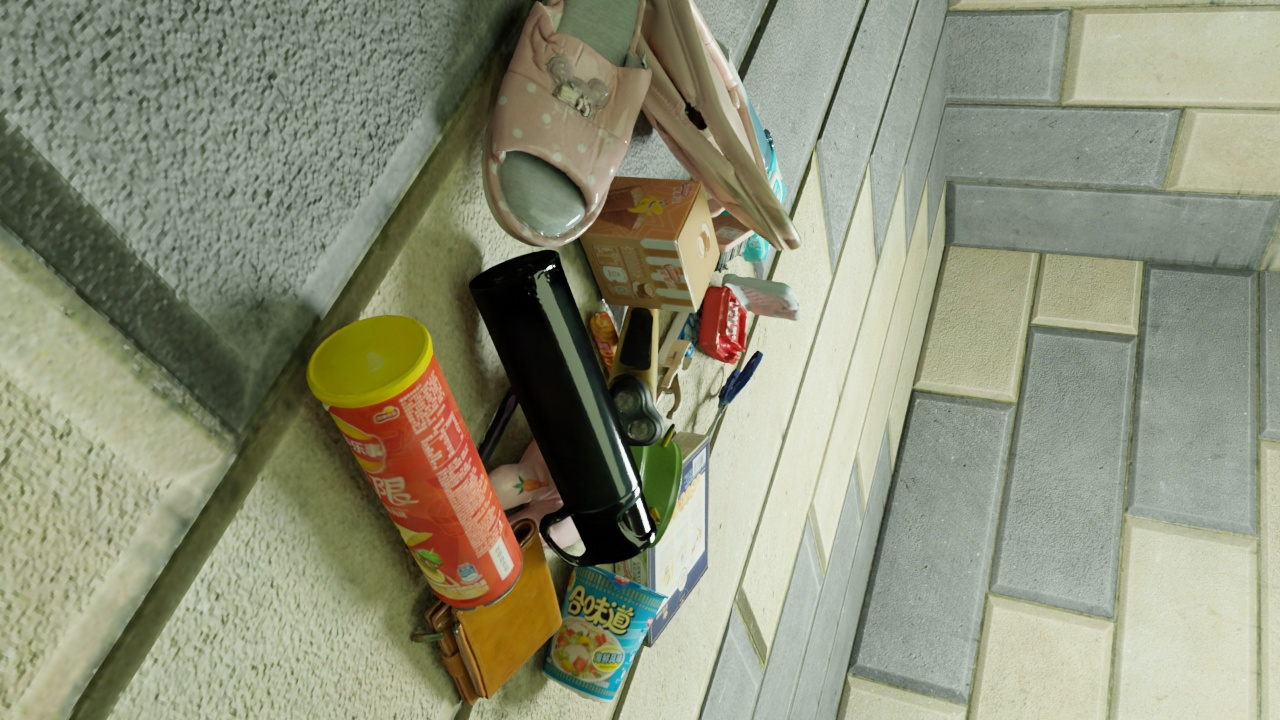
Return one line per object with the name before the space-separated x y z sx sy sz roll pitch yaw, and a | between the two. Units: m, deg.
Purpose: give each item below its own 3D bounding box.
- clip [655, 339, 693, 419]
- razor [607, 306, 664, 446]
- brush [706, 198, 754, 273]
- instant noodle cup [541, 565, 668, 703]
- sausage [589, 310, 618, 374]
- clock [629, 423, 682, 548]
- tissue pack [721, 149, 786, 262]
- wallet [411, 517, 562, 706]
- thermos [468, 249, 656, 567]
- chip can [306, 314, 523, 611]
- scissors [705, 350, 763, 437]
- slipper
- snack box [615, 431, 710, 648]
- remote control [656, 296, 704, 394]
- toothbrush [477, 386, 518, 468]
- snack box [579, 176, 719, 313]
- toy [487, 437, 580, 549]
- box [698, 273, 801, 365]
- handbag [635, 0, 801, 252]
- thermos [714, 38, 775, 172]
clip | 0.028 0.007 0.934 0.087 0.035 0.104 66 37 -49
razor | -0.005 0.005 0.812 0.167 0.062 0.068 -82 176 -48
brush | 0.092 -0.151 1.043 0.145 0.063 0.073 -37 141 -60
instant noodle cup | -0.040 0.252 0.853 0.109 0.099 0.099 -66 154 -12
sausage | -0.021 0.008 0.888 0.165 0.021 0.021 70 36 -47
clock | -0.010 0.124 0.862 0.162 0.056 0.116 130 -26 -60
tissue pack | 0.147 -0.203 1.169 0.093 0.050 0.133 54 49 -57
wallet | -0.111 0.202 0.705 0.118 0.035 0.131 -39 142 -31
thermos | -0.060 0.046 0.688 0.089 0.068 0.243 -30 113 -26
chip can | -0.134 0.073 0.586 0.217 0.073 0.073 75 32 -42
scissors | 0.105 0.056 1.163 0.162 0.012 0.162 -54 -175 10
slipper | -0.044 -0.210 0.679 0.114 0.055 0.273 28 67 -34
snack box | 0.028 0.196 1.036 0.177 0.046 0.183 -35 129 -59
remote control | 0.045 -0.023 1.028 0.049 0.024 0.124 74 32 -44
toothbrush | -0.106 0.042 0.718 0.017 0.014 0.188 102 10 -61
snack box | 0.010 -0.105 0.831 0.093 0.094 0.076 69 36 -48
toy | -0.076 0.109 0.764 0.159 0.054 0.121 -30 125 -52
box | 0.134 -0.041 1.096 0.201 0.100 0.095 22 78 -76
handbag | 0.069 -0.187 0.796 0.234 0.093 0.193 63 13 25
thermos | 0.096 -0.267 1.012 0.220 0.070 0.070 36 64 -64
